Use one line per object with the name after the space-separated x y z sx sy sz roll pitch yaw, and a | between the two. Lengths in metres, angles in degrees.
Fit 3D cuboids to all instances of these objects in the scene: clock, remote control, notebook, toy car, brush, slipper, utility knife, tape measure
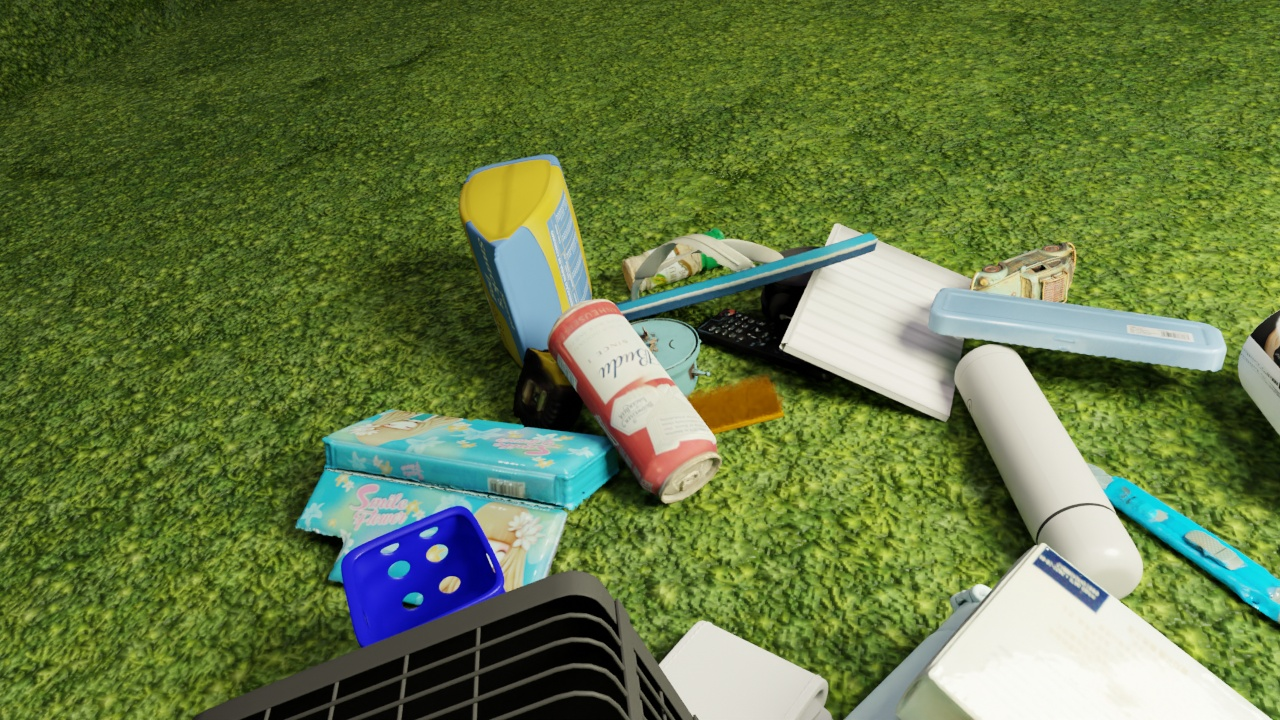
0.161 -0.066 0.875 0.091 0.043 0.120 -10 34 2 | clock
0.121 -0.013 0.830 0.150 0.022 0.047 22 46 41 | remote control
0.215 -0.043 0.807 0.142 0.009 0.209 24 42 8 | notebook
-0.005 0.005 0.810 0.124 0.053 0.090 -10 33 1 | clock
0.352 -0.069 0.819 0.112 0.047 0.047 -19 30 -11 | toy car
0.053 0.043 0.768 0.126 0.017 0.048 -14 34 -4 | brush
0.071 -0.086 0.832 0.296 0.060 0.118 -13 1 38 | slipper
0.348 0.112 0.589 0.031 0.015 0.174 -19 33 -19 | utility knife
-0.080 0.030 0.782 0.038 0.067 0.063 9 15 -44 | tape measure

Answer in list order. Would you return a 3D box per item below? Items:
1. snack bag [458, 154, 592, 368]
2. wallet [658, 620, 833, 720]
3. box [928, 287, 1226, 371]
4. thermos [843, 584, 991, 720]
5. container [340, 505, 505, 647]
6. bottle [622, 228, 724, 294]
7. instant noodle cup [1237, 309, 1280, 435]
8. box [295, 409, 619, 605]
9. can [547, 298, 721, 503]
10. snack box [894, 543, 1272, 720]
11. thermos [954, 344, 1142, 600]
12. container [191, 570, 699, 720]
-0.109 -0.081 0.870 0.102 0.159 0.204 -10 35 4 | snack bag
0.051 0.210 0.510 0.115 0.037 0.118 17 39 35 | wallet
0.342 -0.032 0.734 0.209 0.034 0.127 11 16 22 | box
0.142 0.199 0.474 0.206 0.065 0.078 -31 73 -28 | thermos
-0.117 0.165 0.552 0.084 0.114 0.085 -21 35 -15 | container
0.037 -0.105 0.967 0.111 0.043 0.043 -19 35 -11 | bottle
0.472 0.022 0.605 0.124 0.124 0.121 -7 25 6 | instant noodle cup
-0.150 0.099 0.706 0.227 0.072 0.181 5 36 22 | box
-0.007 0.028 0.716 0.067 0.067 0.170 -25 61 -20 | can
0.230 0.191 0.409 0.104 0.058 0.208 -35 61 -29 | snack box
0.275 0.071 0.634 0.052 0.052 0.223 -8 34 5 | thermos
-0.077 0.218 0.387 0.241 0.163 0.130 -23 33 8 | container
